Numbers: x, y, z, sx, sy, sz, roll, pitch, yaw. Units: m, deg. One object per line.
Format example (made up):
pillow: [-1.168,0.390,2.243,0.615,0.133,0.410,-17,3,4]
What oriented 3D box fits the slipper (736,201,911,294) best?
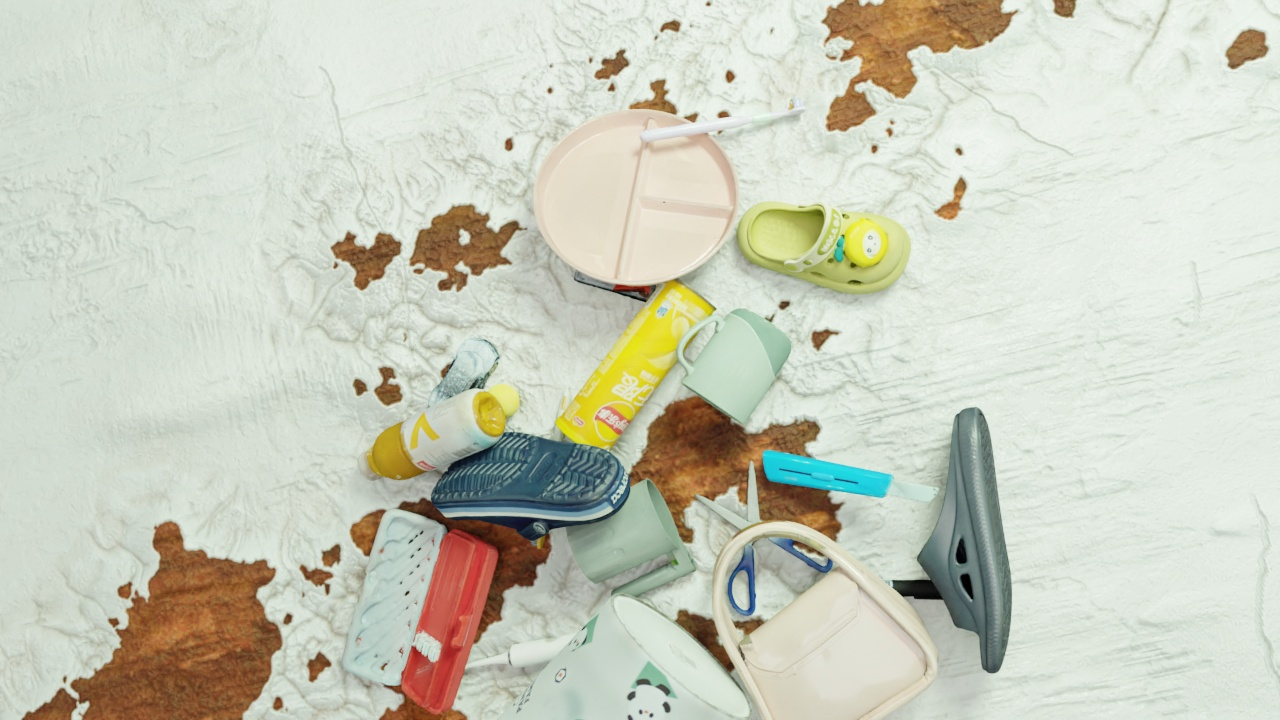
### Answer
slipper: [0.197,-0.128,0.999,0.191,0.081,0.091,12,91,11]

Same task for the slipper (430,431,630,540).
slipper: [-0.113,0.143,1.008,0.253,0.104,0.095,-5,127,34]

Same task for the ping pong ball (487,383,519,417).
ping pong ball: [-0.160,0.047,1.059,0.040,0.040,0.040,0,87,8]

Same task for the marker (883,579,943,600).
marker: [0.264,0.249,0.999,0.132,0.020,0.022,-2,106,7]

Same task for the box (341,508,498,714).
box: [-0.253,0.286,1.058,0.161,0.060,0.201,17,90,20]

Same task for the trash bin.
trash bin: [-0.036,0.392,0.928,0.229,0.229,0.252,38,92,8]

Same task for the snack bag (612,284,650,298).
snack bag: [-0.008,-0.123,1.038,0.045,0.026,0.105,1,87,6]

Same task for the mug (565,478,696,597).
mug: [-0.010,0.206,1.017,0.103,0.083,0.124,-26,108,7]

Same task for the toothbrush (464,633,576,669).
toothbrush: [-0.117,0.332,1.045,0.221,0.027,0.026,-13,76,8]

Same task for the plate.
plate: [-0.005,-0.180,1.023,0.229,0.028,0.229,-1,67,1]

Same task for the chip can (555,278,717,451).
chip can: [-0.006,0.006,1.025,0.072,0.072,0.213,36,92,8]

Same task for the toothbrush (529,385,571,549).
toothbrush: [-0.103,0.123,1.061,0.018,0.016,0.191,10,89,17]

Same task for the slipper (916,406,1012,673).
slipper: [0.335,0.184,0.959,0.083,0.110,0.268,-8,80,28]

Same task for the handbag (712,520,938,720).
handbag: [0.174,0.278,0.967,0.193,0.093,0.234,-40,83,8]

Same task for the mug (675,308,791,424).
mug: [0.096,-0.004,0.998,0.111,0.082,0.106,34,90,-13]

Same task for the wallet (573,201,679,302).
wallet: [-0.017,-0.136,1.061,0.097,0.019,0.121,16,91,8]

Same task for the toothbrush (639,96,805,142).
toothbrush: [0.091,-0.269,1.033,0.189,0.029,0.021,-12,123,-3]

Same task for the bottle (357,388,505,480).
bottle: [-0.242,0.091,1.042,0.190,0.068,0.068,-23,83,25]

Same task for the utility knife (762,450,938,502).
utility knife: [0.220,0.126,0.979,0.192,0.018,0.034,7,94,30]

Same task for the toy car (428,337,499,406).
toy car: [-0.207,0.021,1.073,0.049,0.031,0.105,31,91,8]

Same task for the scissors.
scissors: [0.134,0.202,1.024,0.162,0.012,0.176,9,87,10]
